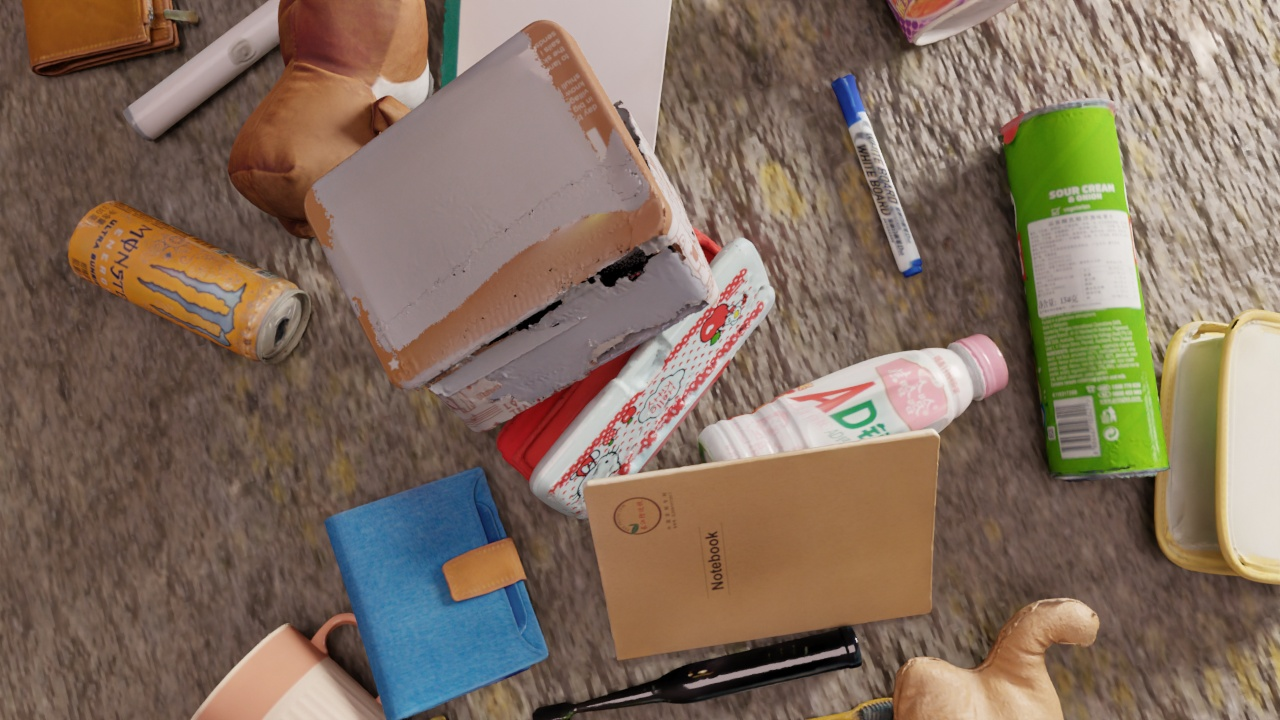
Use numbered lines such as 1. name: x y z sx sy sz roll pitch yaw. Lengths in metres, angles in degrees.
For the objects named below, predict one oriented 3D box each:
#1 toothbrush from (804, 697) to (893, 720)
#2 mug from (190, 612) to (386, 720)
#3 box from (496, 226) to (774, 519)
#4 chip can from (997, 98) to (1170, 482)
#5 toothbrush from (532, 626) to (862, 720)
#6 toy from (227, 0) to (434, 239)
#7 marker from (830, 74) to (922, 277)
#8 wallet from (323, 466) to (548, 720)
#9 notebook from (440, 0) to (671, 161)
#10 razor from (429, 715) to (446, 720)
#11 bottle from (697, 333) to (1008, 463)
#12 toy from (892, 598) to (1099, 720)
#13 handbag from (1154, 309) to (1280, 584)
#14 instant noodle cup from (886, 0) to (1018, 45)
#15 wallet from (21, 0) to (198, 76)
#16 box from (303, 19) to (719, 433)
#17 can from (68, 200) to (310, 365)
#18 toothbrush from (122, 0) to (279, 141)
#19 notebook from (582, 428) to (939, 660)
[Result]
1. toothbrush: 0.075 0.242 0.585 0.191 0.018 0.016 -12 81 -2
2. mug: -0.198 0.218 0.570 0.106 0.082 0.114 38 61 4
3. box: -0.002 0.004 0.576 0.095 0.099 0.201 40 85 5
4. chip can: 0.282 -0.043 0.587 0.072 0.072 0.236 -5 83 1
5. toothbrush: 0.035 0.207 0.588 0.212 0.027 0.026 -14 39 1
6. toy: -0.185 -0.180 0.594 0.140 0.130 0.199 5 88 31
7. marker: 0.162 -0.126 0.628 0.017 0.017 0.145 -18 83 -1
8. wallet: -0.126 0.143 0.575 0.106 0.040 0.133 -17 76 -21
9. notebook: -0.055 -0.222 0.605 0.150 0.012 0.209 8 108 2
10. razor: -0.090 0.298 0.567 0.068 0.062 0.167 -42 77 28
11. bottle: 0.137 0.039 0.586 0.197 0.068 0.068 -22 83 -5
12. toy: 0.198 0.242 0.551 0.226 0.082 0.143 -43 103 -7
13. handbag: 0.420 0.060 0.586 0.178 0.063 0.163 8 83 -13
14. instant noodle cup: 0.201 -0.272 0.606 0.111 0.111 0.099 -22 93 -1
15. wallet: -0.383 -0.277 0.651 0.119 0.035 0.130 -10 84 0
16. box: -0.077 -0.075 0.514 0.182 0.168 0.150 -29 40 10
17. can: -0.298 -0.052 0.610 0.146 0.058 0.058 25 84 4
18. toothbrush: -0.267 -0.232 0.648 0.221 0.027 0.026 -39 51 -4
19. notebook: 0.078 0.118 0.563 0.207 0.008 0.148 -9 120 0
